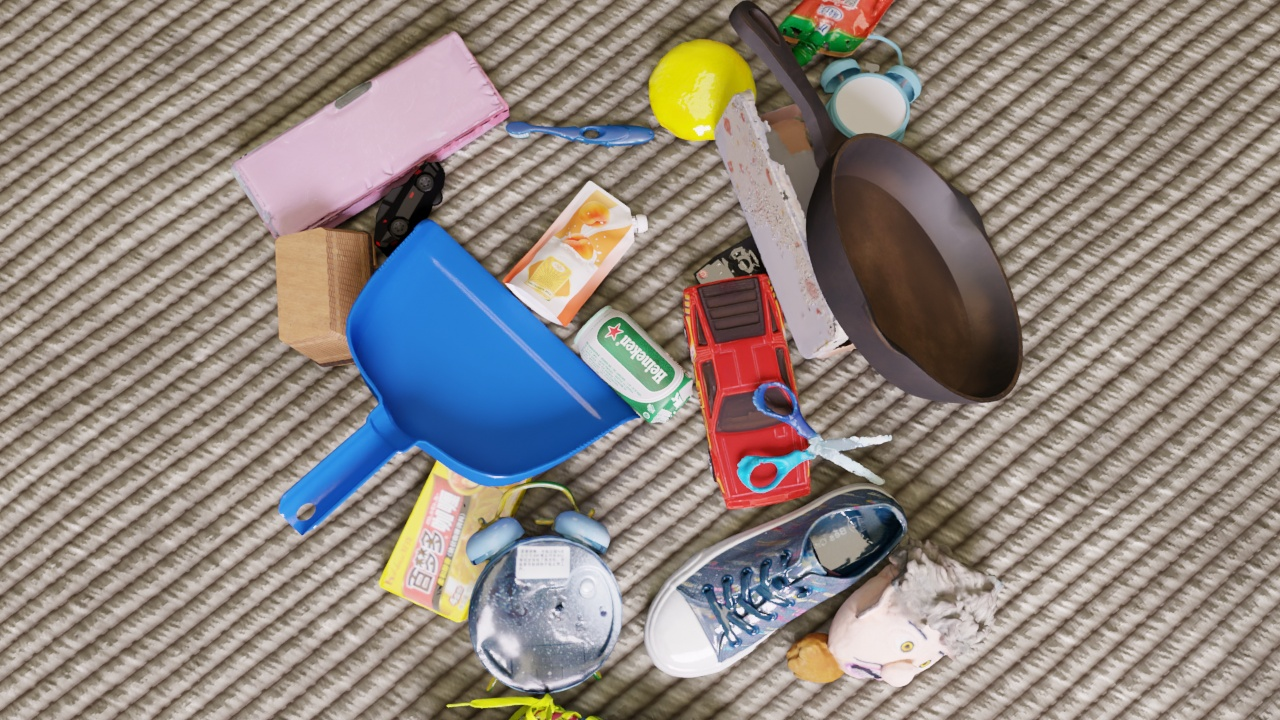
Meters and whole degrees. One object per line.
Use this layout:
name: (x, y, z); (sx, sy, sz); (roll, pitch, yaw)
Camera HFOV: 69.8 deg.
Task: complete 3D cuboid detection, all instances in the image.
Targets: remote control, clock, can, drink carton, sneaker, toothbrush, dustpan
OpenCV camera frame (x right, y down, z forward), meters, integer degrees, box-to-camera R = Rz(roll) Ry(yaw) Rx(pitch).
remote control: (0.107, -0.092, 0.795); (0.124, 0.010, 0.039); (-31, 81, -4)
clock: (0.200, -0.231, 0.806); (0.087, 0.042, 0.123); (9, 75, 2)
can: (-0.004, 0.004, 0.758); (0.101, 0.053, 0.053); (44, 83, 7)
drink carton: (-0.053, -0.094, 0.789); (0.069, 0.039, 0.122); (36, 77, 7)
sneaker: (-0.042, 0.291, 0.682); (0.241, 0.116, 0.091); (-5, 67, -11)
sneaker: (0.105, 0.167, 0.716); (0.235, 0.079, 0.087); (-30, 81, -4)
toothbrush: (-0.053, -0.202, 0.815); (0.132, 0.016, 0.021); (3, 81, -1)
dustpan: (-0.166, 0.038, 0.713); (0.245, 0.060, 0.257); (43, 67, 5)
clock: (-0.076, 0.175, 0.713); (0.118, 0.060, 0.162); (1, 87, -13)

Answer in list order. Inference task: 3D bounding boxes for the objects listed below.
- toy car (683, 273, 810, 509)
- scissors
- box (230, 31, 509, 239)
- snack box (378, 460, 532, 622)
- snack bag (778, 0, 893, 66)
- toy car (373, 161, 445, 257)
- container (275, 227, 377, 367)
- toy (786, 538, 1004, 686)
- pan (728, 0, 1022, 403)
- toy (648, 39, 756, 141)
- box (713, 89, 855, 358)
toy car: (0.087, 0.024, 0.755); (0.081, 0.056, 0.189); (-10, 83, 1)
scissors: (0.140, 0.057, 0.724); (0.133, 0.015, 0.103); (-5, 92, -4)
box: (-0.233, -0.192, 0.799); (0.232, 0.046, 0.098); (-32, 80, -5)
snack box: (-0.147, 0.129, 0.753); (0.075, 0.025, 0.152); (24, 81, 4)
snack bag: (0.176, -0.315, 0.813); (0.087, 0.044, 0.155); (31, 79, 33)
toy car: (-0.201, -0.133, 0.790); (0.036, 0.042, 0.091); (27, 82, 3)
container: (-0.261, -0.056, 0.760); (0.063, 0.061, 0.114); (-9, 80, 16)
toy: (0.192, 0.206, 0.697); (0.176, 0.133, 0.076); (-31, 37, 15)
pan: (0.172, -0.118, 0.707); (0.356, 0.043, 0.247); (53, 44, -5)
toy: (0.054, -0.237, 0.806); (0.095, 0.041, 0.094); (9, 83, 3)
box: (0.141, -0.113, 0.755); (0.107, 0.095, 0.216); (-14, 78, -27)
